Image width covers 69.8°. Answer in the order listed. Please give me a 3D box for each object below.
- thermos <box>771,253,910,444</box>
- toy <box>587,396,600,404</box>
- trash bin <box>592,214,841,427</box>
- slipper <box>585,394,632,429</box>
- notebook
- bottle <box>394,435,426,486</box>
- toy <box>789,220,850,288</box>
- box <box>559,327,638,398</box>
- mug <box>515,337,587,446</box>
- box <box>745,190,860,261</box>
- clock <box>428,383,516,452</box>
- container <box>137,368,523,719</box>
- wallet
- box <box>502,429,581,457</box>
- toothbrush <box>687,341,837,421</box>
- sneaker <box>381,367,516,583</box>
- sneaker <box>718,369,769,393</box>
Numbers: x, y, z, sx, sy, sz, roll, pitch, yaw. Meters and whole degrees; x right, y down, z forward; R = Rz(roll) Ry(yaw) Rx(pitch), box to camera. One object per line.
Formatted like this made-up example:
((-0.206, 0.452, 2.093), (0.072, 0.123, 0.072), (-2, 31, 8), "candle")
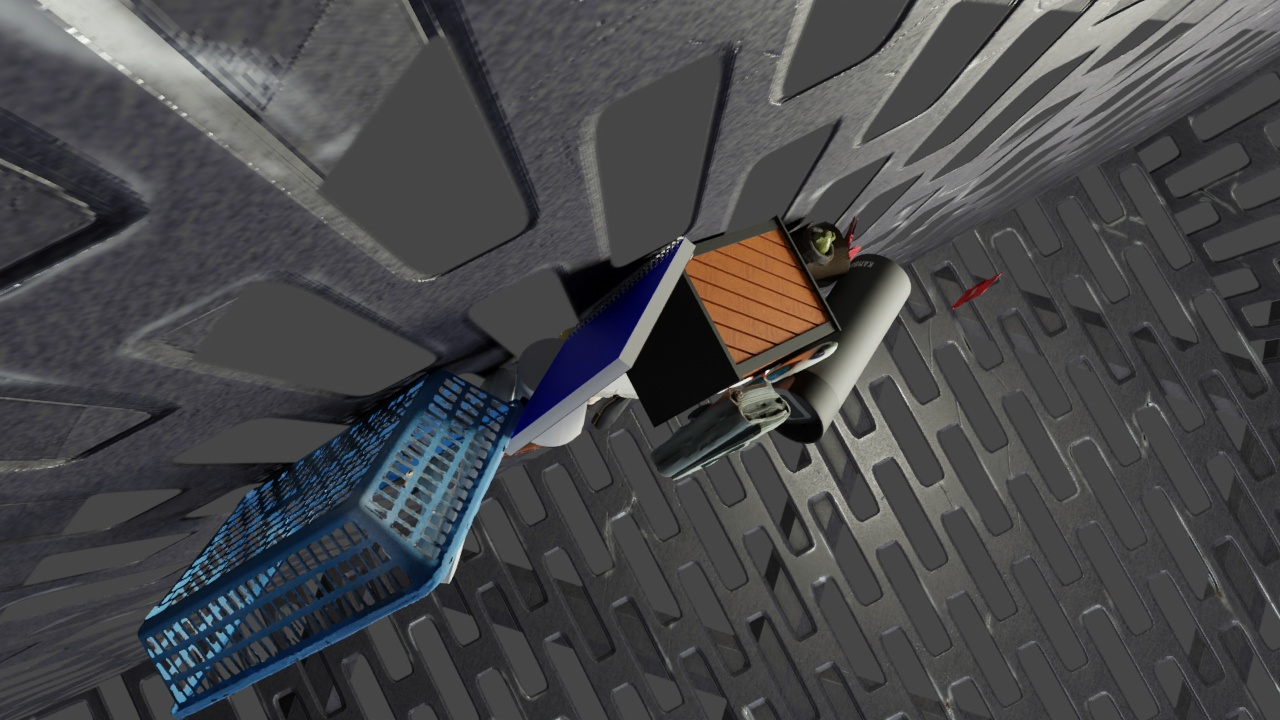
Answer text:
((0.229, -0.018, 1.071), (0.239, 0.082, 0.082), (-52, -172, -30), "thermos")
((-0.073, 0.030, 1.270), (0.092, 0.046, 0.115), (-26, -157, -10), "toy")
((0.080, -0.042, 0.961), (0.171, 0.139, 0.140), (-23, 173, -41), "trash bin")
((-0.036, 0.025, 1.407), (0.112, 0.076, 0.269), (-53, 179, -32), "slipper")
((-0.040, -0.013, 0.849), (0.210, 0.022, 0.171), (-36, -160, 47), "notebook")
((-0.273, 0.118, 1.188), (0.105, 0.056, 0.056), (-23, 173, -38), "bottle")
((0.173, -0.113, 1.086), (0.152, 0.078, 0.180), (-19, 170, -25), "toy")
((-0.007, 0.005, 1.073), (0.209, 0.036, 0.130), (2, 143, -24), "box")
((-0.105, 0.045, 0.986), (0.111, 0.078, 0.097), (-47, 163, -33), "mug")
((0.215, -0.129, 1.284), (0.214, 0.164, 0.153), (6, 102, -83), "box")
((-0.178, 0.073, 1.120), (0.162, 0.075, 0.121), (-32, 173, 33), "clock")
((-0.294, 0.155, 0.851), (0.363, 0.089, 0.256), (-30, -158, 25), "container")
((0.082, 0.075, 0.949), (0.132, 0.054, 0.100), (-36, 162, 35), "wallet")
((-0.153, 0.081, 1.201), (0.187, 0.083, 0.042), (-16, -177, 40), "box")
((0.133, 0.021, 0.984), (0.188, 0.016, 0.017), (-26, 165, -13), "toothbrush")
((-0.208, 0.114, 0.998), (0.089, 0.091, 0.242), (137, -27, -82), "sneaker")
((0.101, 0.000, 1.252), (0.236, 0.090, 0.104), (-11, 125, -44), "sneaker")
